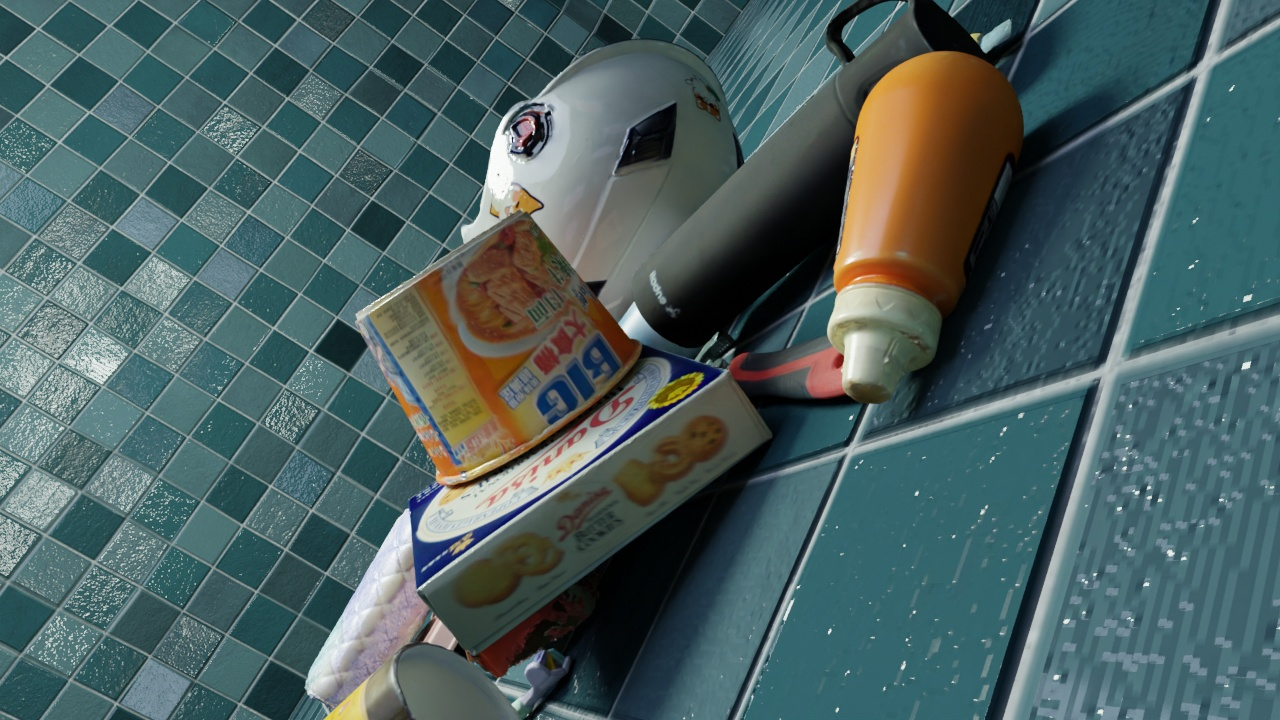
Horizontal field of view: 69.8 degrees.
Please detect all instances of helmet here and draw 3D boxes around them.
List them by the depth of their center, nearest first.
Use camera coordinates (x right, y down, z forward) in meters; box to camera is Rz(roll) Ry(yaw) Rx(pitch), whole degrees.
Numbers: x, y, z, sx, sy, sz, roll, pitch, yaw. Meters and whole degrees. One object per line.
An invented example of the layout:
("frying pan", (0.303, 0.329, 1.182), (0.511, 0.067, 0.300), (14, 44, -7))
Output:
("helmet", (-0.013, -0.105, 0.756), (0.275, 0.229, 0.156), (-50, 47, 26))

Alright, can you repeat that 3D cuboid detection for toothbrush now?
("toothbrush", (-0.097, 0.231, 0.566), (0.190, 0.029, 0.021), (-52, 48, 33))

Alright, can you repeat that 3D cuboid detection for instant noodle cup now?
("instant noodle cup", (-0.130, 0.223, 0.487), (0.114, 0.118, 0.118), (-49, 10, 5))
("instant noodle cup", (-0.091, -0.013, 0.555), (0.151, 0.111, 0.151), (-31, 12, 7))

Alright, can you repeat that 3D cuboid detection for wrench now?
("wrench", (0.065, 0.005, 0.507), (0.056, 0.016, 0.273), (-58, 9, -6))

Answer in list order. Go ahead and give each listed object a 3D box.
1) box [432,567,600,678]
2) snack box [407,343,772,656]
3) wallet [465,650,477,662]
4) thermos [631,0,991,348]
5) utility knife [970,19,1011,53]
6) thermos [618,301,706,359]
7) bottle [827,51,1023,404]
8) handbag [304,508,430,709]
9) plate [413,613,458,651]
("box", (-0.069, 0.130, 0.613), (0.091, 0.075, 0.168), (-36, 14, 10))
("snack box", (-0.040, 0.062, 0.513), (0.177, 0.046, 0.182), (-35, 13, -10))
("wallet", (-0.120, 0.155, 0.721), (0.031, 0.108, 0.131), (-8, 16, 11))
("thermos", (0.085, -0.106, 0.537), (0.068, 0.090, 0.243), (-5, -27, -42))
("utility knife", (0.165, -0.158, 0.545), (0.033, 0.015, 0.181), (-63, 11, -11))
("thermos", (-0.004, 0.004, 0.693), (0.221, 0.070, 0.070), (-53, 10, 15))
("bottle", (0.107, -0.051, 0.364), (0.067, 0.066, 0.149), (-36, 30, 64))
("handbag", (-0.244, 0.242, 0.894), (0.193, 0.075, 0.134), (-63, 10, -17))
("plate", (-0.184, 0.243, 0.878), (0.230, 0.028, 0.229), (-58, 7, 10))
